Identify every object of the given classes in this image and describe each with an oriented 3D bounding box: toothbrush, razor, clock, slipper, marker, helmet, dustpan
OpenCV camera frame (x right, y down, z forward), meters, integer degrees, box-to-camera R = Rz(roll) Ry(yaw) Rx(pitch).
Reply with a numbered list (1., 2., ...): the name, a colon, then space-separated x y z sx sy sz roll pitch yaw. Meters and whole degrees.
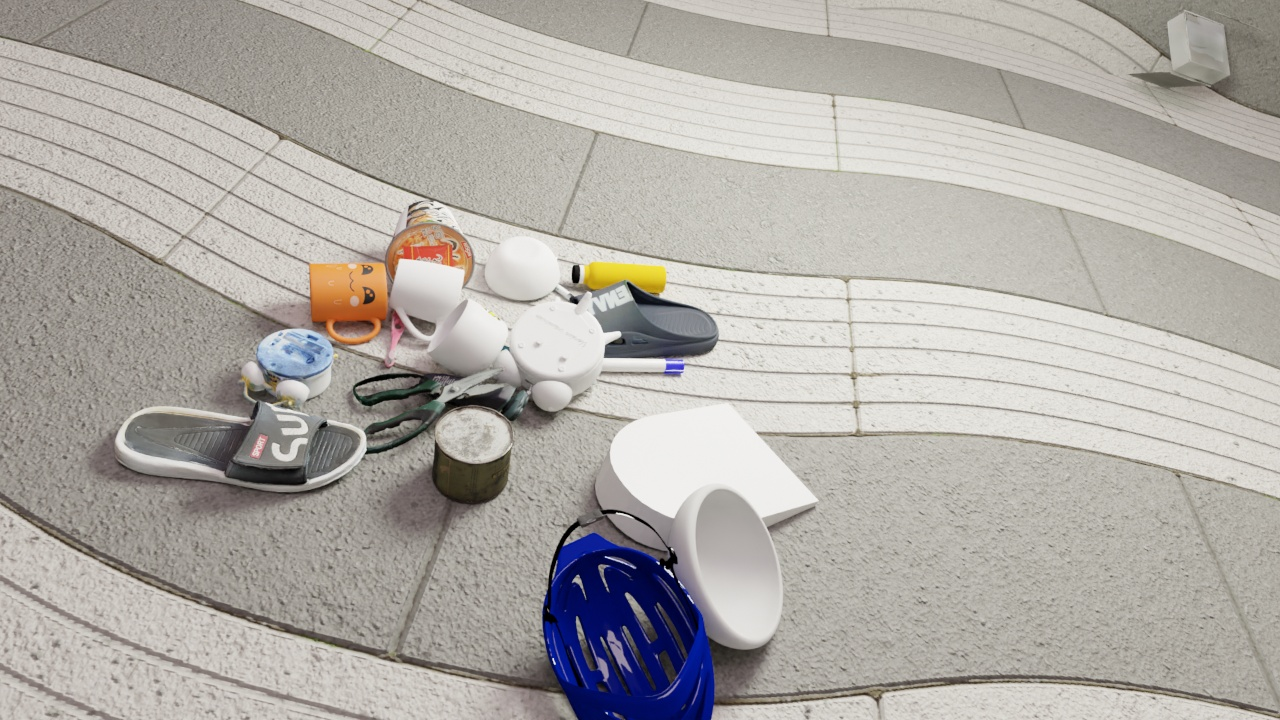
1. toothbrush: -0.330 -0.039 1.244 0.021 0.016 0.134 17 38 -18
2. razor: -0.213 0.043 1.162 0.143 0.052 0.047 15 45 8
3. clock: -0.112 -0.017 1.213 0.125 0.073 0.160 30 60 12
4. slipper: -0.446 0.086 1.028 0.263 0.063 0.111 6 41 -6
5. marker: -0.008 0.008 1.290 0.141 0.020 0.020 1 42 -16
6. clock: -0.432 0.013 1.123 0.089 0.052 0.125 24 40 9
7. helmet: -0.014 0.247 0.846 0.147 0.228 0.241 -22 51 -15
8. marker: -0.134 -0.117 1.401 0.152 0.011 0.011 37 44 25
9. dustpan: 0.067 0.150 1.148 0.257 0.053 0.191 -6 43 -40
10. slipper: -0.004 -0.061 1.323 0.267 0.083 0.110 0 44 -19

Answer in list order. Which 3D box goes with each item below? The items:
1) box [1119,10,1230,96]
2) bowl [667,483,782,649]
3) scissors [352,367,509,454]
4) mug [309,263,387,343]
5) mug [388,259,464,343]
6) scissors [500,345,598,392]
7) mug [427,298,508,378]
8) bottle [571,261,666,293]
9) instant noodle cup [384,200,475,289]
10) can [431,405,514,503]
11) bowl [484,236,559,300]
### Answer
1. box: 1.547 -0.863 2.676 0.166 0.232 0.168 8 74 -21
2. bowl: 0.081 0.226 0.992 0.176 0.066 0.176 34 44 -40
3. scissors: -0.265 0.034 1.143 0.209 0.015 0.137 -25 47 -18
4. mug: -0.392 -0.075 1.233 0.095 0.078 0.112 -3 74 -20
5. mug: -0.297 -0.081 1.255 0.087 0.081 0.114 14 67 -15
6. scissors: -0.130 -0.004 1.262 0.126 0.019 0.154 -7 51 -17
7. mug: -0.227 -0.026 1.202 0.068 0.116 0.094 38 78 -20
8. bottle: -0.034 -0.130 1.422 0.143 0.043 0.043 2 41 -15
9. instant noodle cup: -0.308 -0.169 1.334 0.123 0.124 0.121 1 33 -16
10. can: -0.196 0.110 1.067 0.090 0.075 0.089 8 41 -7
11. bowl: -0.177 -0.147 1.379 0.114 0.051 0.114 4 46 -4
